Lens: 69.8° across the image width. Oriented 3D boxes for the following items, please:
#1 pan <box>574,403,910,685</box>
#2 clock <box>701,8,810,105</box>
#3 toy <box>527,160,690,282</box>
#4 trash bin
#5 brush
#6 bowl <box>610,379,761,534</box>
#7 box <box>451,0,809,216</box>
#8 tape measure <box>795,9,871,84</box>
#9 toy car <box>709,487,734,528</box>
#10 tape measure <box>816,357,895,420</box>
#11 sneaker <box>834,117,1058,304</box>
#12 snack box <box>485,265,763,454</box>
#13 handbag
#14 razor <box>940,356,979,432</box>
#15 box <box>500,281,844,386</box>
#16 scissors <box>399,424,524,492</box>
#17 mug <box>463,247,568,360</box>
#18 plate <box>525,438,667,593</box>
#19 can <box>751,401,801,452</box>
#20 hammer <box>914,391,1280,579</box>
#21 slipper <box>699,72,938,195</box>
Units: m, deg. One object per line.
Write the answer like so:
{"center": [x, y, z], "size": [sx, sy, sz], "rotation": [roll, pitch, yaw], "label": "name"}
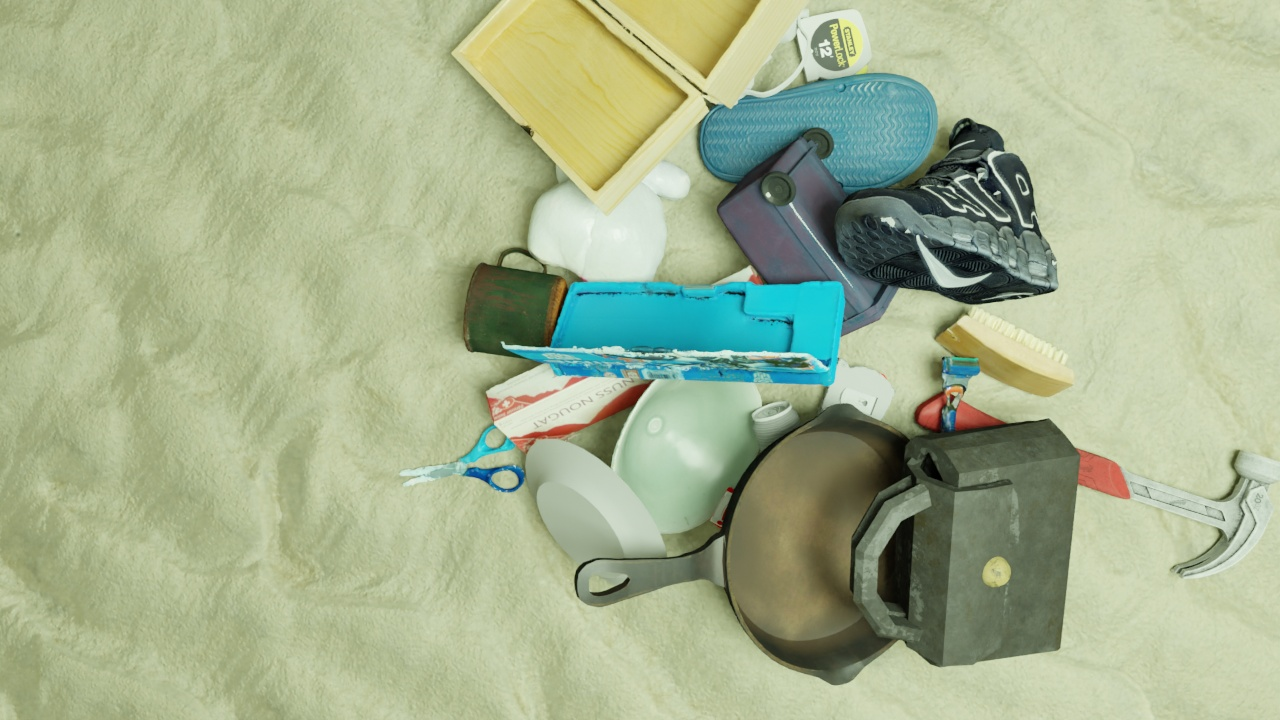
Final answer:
{"center": [0.107, 0.163, 0.790], "size": [0.355, 0.043, 0.249], "rotation": [-3, 95, -24], "label": "pan"}
{"center": [0.078, -0.295, 0.815], "size": [0.159, 0.061, 0.120], "rotation": [42, 94, 24], "label": "clock"}
{"center": [-0.023, -0.169, 0.843], "size": [0.138, 0.085, 0.209], "rotation": [12, 89, 4], "label": "toy"}
{"center": [0.153, -0.102, 0.798], "size": [0.161, 0.093, 0.092], "rotation": [50, 137, -11], "label": "trash bin"}
{"center": [0.333, -0.008, 0.833], "size": [0.117, 0.049, 0.039], "rotation": [30, 72, 4], "label": "brush"}
{"center": [0.029, 0.069, 0.851], "size": [0.173, 0.068, 0.174], "rotation": [-13, 115, -31], "label": "bowl"}
{"center": [-0.017, -0.290, 0.787], "size": [0.257, 0.076, 0.247], "rotation": [-45, 59, 8], "label": "box"}
{"center": [0.177, -0.288, 0.848], "size": [0.065, 0.016, 0.064], "rotation": [-13, 92, 6], "label": "tape measure"}
{"center": [0.110, 0.154, 0.867], "size": [0.089, 0.025, 0.038], "rotation": [28, 95, -7], "label": "toy car"}
{"center": [0.202, 0.035, 0.860], "size": [0.062, 0.020, 0.060], "rotation": [20, 94, 4], "label": "tape measure"}
{"center": [0.260, -0.138, 0.766], "size": [0.097, 0.252, 0.150], "rotation": [-14, 72, 49], "label": "sneaker"}
{"center": [-0.005, 0.005, 0.849], "size": [0.273, 0.077, 0.044], "rotation": [-25, 55, 6], "label": "snack box"}
{"center": [0.265, 0.159, 0.769], "size": [0.199, 0.102, 0.197], "rotation": [-6, 105, -18], "label": "handbag"}
{"center": [0.279, 0.066, 0.828], "size": [0.043, 0.018, 0.141], "rotation": [4, 93, -27], "label": "razor"}
{"center": [0.033, -0.009, 0.744], "size": [0.244, 0.166, 0.075], "rotation": [2, 113, 21], "label": "box"}
{"center": [-0.179, 0.111, 0.905], "size": [0.134, 0.016, 0.073], "rotation": [-17, 93, 7], "label": "scissors"}
{"center": [-0.112, -0.056, 0.861], "size": [0.081, 0.085, 0.110], "rotation": [8, 66, 3], "label": "mug"}
{"center": [-0.049, 0.147, 0.828], "size": [0.019, 0.173, 0.173], "rotation": [-39, 88, -35], "label": "plate"}
{"center": [0.138, 0.094, 0.848], "size": [0.044, 0.044, 0.106], "rotation": [-19, 102, 6], "label": "can"}
{"center": [0.406, 0.101, 0.840], "size": [0.316, 0.036, 0.126], "rotation": [19, 97, 5], "label": "hammer"}
{"center": [0.159, -0.201, 0.836], "size": [0.214, 0.059, 0.104], "rotation": [0, 101, 19], "label": "slipper"}
